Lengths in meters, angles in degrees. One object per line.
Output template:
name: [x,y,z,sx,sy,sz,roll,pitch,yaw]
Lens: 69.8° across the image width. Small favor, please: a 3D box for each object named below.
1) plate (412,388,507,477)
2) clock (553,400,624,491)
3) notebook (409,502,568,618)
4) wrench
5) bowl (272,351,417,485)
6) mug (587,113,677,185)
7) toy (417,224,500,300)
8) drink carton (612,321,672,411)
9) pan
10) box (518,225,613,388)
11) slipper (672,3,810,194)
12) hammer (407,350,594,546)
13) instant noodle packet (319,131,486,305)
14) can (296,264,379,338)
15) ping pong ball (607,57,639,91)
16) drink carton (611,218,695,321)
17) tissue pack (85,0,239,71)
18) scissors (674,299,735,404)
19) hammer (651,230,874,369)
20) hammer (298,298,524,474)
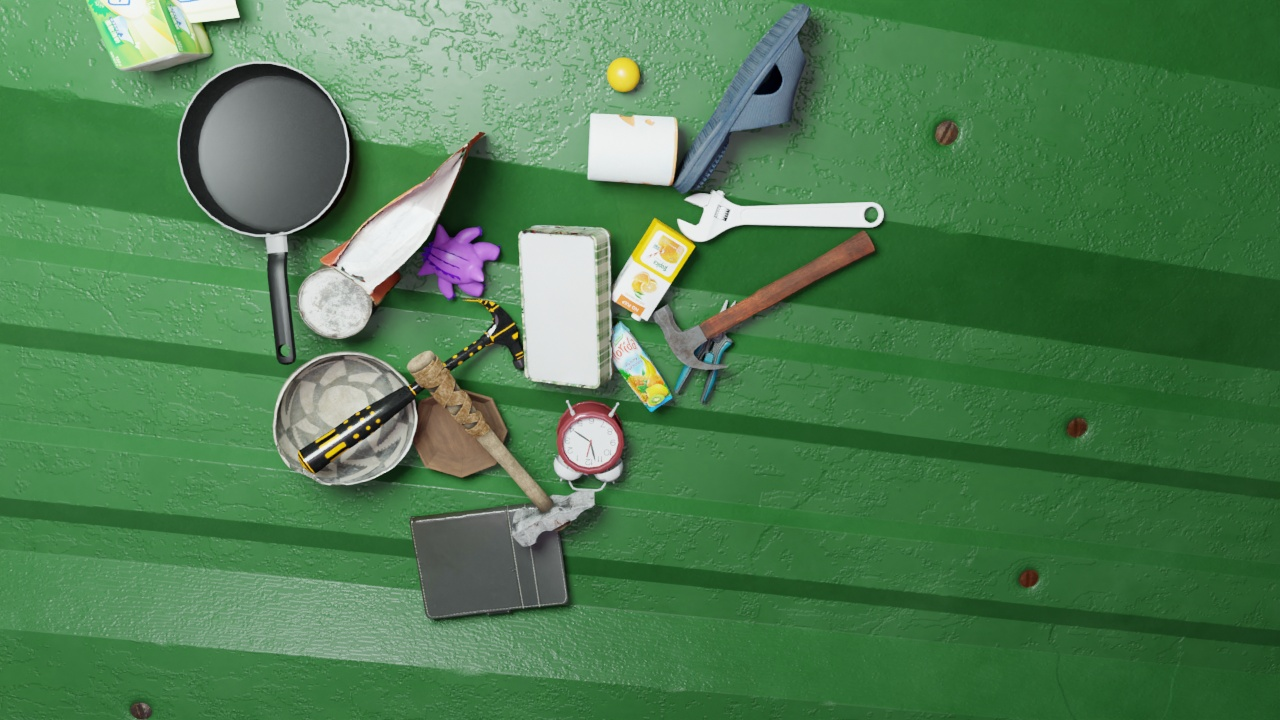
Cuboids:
plate: [-0.248,0.095,1.253,0.131,0.025,0.131,-1,108,-4]
clock: [-0.069,0.117,1.261,0.096,0.048,0.138,3,106,-5]
notebook: [-0.215,0.288,1.317,0.209,0.029,0.169,-5,106,1]
wrench: [0.184,-0.189,1.196,0.273,0.018,0.066,-1,99,-6]
bowl: [-0.387,0.068,1.201,0.178,0.081,0.178,-6,106,-22]
mug: [-0.011,-0.260,1.128,0.105,0.082,0.082,3,107,-4]
toy: [-0.233,-0.125,1.168,0.088,0.055,0.106,24,108,-11]
drink carton: [-0.007,0.007,1.236,0.044,0.038,0.129,-34,107,7]
pan: [-0.437,-0.174,1.101,0.204,0.044,0.355,-5,94,2]
box: [-0.095,-0.070,1.182,0.118,0.050,0.206,5,108,23]
slipper: [0.140,-0.302,1.118,0.082,0.101,0.264,32,106,-12]
hammer: [-0.189,0.112,1.199,0.122,0.048,0.319,-30,116,13]
instant noodle packet: [-0.265,-0.187,1.090,0.084,0.164,0.221,40,100,-13]
can: [-0.379,-0.081,1.163,0.090,0.074,0.090,-2,108,-5]
ping pong ball: [-0.021,-0.349,1.120,0.040,0.040,0.040,-1,108,-4]
drink carton: [0.012,-0.116,1.197,0.058,0.040,0.123,30,103,-13]
tissue pack: [-0.534,-0.436,1.021,0.141,0.120,0.198,-15,114,2]
scissors: [0.096,-0.008,1.249,0.126,0.019,0.144,-19,103,3]
hammer: [0.172,-0.086,1.216,0.300,0.028,0.111,-29,95,1]
hammer: [-0.295,0.037,1.173,0.320,0.036,0.123,-35,114,-15]
